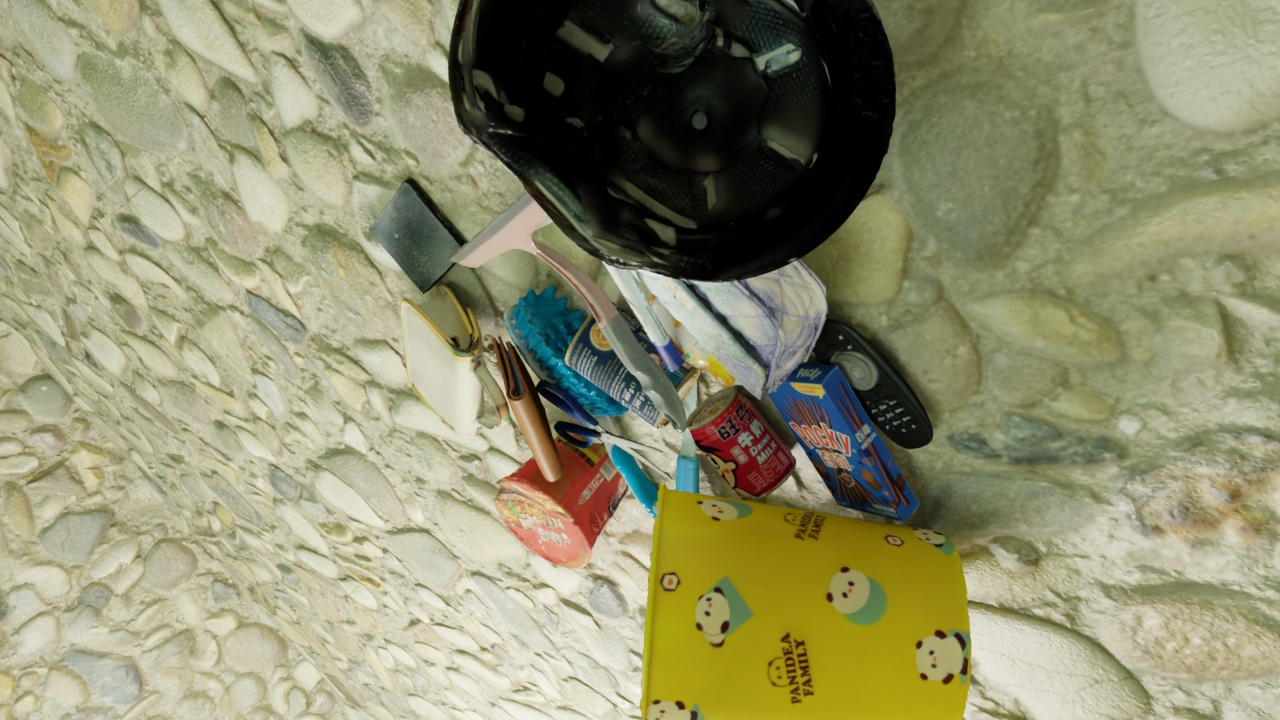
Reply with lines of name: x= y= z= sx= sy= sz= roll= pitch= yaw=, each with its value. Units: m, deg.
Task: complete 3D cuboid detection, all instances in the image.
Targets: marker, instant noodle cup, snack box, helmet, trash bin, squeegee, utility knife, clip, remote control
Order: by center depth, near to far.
helmet: x=0.024 y=-0.176 z=0.590 sx=0.274 sy=0.156 sz=0.230 roll=32 pitch=104 yaw=5
clip: x=0.124 y=-0.117 z=0.675 sx=0.071 sy=0.034 sz=0.100 roll=50 pitch=138 yaw=-8
marker: x=-0.002 y=-0.047 z=0.746 sx=0.017 sy=0.016 sz=0.146 roll=3 pitch=137 yaw=40
remote control: x=0.190 y=0.016 z=0.751 sx=0.136 sy=0.024 sz=0.053 roll=48 pitch=148 yaw=-5
squeegee: x=-0.036 y=-0.035 z=0.790 sx=0.249 sy=0.040 sz=0.248 roll=48 pitch=155 yaw=-13
snack box: x=0.172 y=0.070 z=0.798 sx=0.157 sy=0.026 sz=0.085 roll=55 pitch=157 yaw=-19
trash bin: x=0.134 y=0.231 z=0.805 sx=0.255 sy=0.229 sz=0.230 roll=4 pitch=135 yaw=4
utility knife: x=0.050 y=0.117 z=0.946 sx=0.034 sy=0.018 sz=0.238 roll=25 pitch=127 yaw=40
instant noodle cup: x=-0.084 y=0.156 z=1.064 sx=0.138 sy=0.108 sz=0.138 roll=24 pitch=139 yaw=23

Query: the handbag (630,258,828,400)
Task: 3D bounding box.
handbag: x=0.051 y=-0.069 z=0.708 sx=0.194 sy=0.075 sz=0.134 roll=47 pitch=165 yaw=19

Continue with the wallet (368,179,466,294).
wallet: x=-0.244 y=-0.133 z=1.001 sx=0.097 sy=0.019 sz=0.121 roll=50 pitch=141 yaw=-8

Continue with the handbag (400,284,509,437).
handbag: x=-0.198 y=0.019 z=1.041 sx=0.179 sy=0.063 sz=0.164 roll=45 pitch=147 yaw=26

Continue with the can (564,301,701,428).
can: x=-0.005 y=0.005 z=0.870 sx=0.111 sy=0.075 sz=0.075 roll=35 pitch=143 yaw=12

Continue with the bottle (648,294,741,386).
bottle: x=0.056 y=-0.026 z=0.798 sx=0.108 sy=0.063 sz=0.063 roll=34 pitch=142 yaw=11

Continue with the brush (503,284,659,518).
brush: x=-0.039 y=0.056 z=0.979 sx=0.314 sy=0.060 sz=0.110 roll=51 pitch=148 yaw=-15

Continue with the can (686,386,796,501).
can: x=0.093 y=0.078 z=0.864 sx=0.094 sy=0.066 sz=0.067 roll=51 pitch=142 yaw=-11

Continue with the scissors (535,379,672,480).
scissors: x=-0.044 y=0.071 z=0.940 sx=0.164 sy=0.012 sz=0.163 roll=48 pitch=152 yaw=-14

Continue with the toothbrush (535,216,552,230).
toothbrush: x=-0.059 y=-0.141 z=0.827 sx=0.181 sy=0.016 sz=0.016 roll=-13 pitch=115 yaw=48

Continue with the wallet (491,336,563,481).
wallet: x=-0.119 y=0.045 z=0.970 sx=0.119 sy=0.035 sz=0.131 roll=-120 pitch=9 yaw=-46
